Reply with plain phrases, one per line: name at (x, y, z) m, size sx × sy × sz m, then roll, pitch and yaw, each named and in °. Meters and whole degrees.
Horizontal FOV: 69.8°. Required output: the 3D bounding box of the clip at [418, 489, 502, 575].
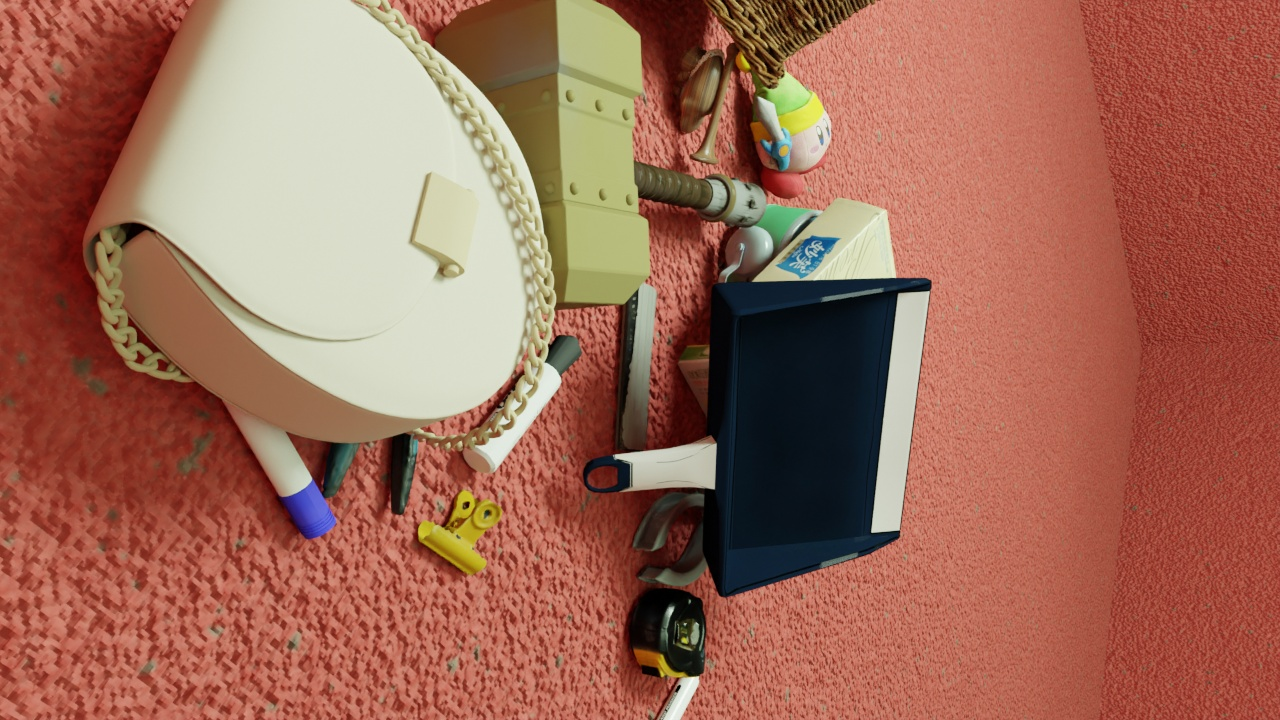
clip at (-0.113, 0.104, 0.580) m, size 0.046 × 0.035 × 0.053 m, roll -55°, pitch 131°, yaw -15°

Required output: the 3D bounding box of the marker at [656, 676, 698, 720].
marker at (0.016, 0.305, 0.741) m, size 0.133 × 0.020 × 0.017 m, roll -50°, pitch 131°, yaw -42°

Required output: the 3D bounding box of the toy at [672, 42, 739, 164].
toy at (0.053, -0.226, 0.794) m, size 0.041 × 0.055 × 0.102 m, roll -11°, pitch 120°, yaw -57°

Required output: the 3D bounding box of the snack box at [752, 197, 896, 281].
snack box at (0.175, -0.020, 0.845) m, size 0.153 × 0.055 × 0.207 m, roll -44°, pitch 134°, yaw -24°

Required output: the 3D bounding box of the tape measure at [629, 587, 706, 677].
tape measure at (0.024, 0.220, 0.740) m, size 0.072 × 0.042 × 0.071 m, roll 16°, pitch 79°, yaw -50°

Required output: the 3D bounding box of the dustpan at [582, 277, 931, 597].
dustpan at (0.091, 0.065, 0.694) m, size 0.080 × 0.273 × 0.236 m, roll -106°, pitch -165°, yaw -68°

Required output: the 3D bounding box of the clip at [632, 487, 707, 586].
clip at (0.047, 0.125, 0.787) m, size 0.162 × 0.028 × 0.108 m, roll -18°, pitch 104°, yaw -53°

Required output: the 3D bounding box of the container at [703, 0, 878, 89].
container at (0.134, -0.395, 0.750) m, size 0.162 × 0.184 × 0.249 m, roll 31°, pitch 46°, yaw -51°

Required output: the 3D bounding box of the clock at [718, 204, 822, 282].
clock at (0.125, -0.080, 0.867) m, size 0.161 × 0.075 × 0.122 m, roll -23°, pitch 118°, yaw -41°

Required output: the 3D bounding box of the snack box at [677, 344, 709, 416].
snack box at (0.124, 0.053, 0.806) m, size 0.168 × 0.132 × 0.027 m, roll 60°, pitch 44°, yaw -33°

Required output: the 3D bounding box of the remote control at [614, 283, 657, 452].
remote control at (-0.004, 0.004, 0.735) m, size 0.033 × 0.013 × 0.136 m, roll 13°, pitch 79°, yaw -52°

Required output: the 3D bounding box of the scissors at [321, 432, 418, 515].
scissors at (-0.147, 0.021, 0.533) m, size 0.148 × 0.019 × 0.122 m, roll -51°, pitch 127°, yaw -44°

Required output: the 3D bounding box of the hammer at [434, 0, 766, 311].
hammer at (0.006, -0.132, 0.684) m, size 0.324 × 0.101 × 0.190 m, roll -3°, pitch 90°, yaw -55°

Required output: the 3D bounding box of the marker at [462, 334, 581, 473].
marker at (-0.076, 0.025, 0.625) m, size 0.125 × 0.025 × 0.025 m, roll -55°, pitch 130°, yaw -40°

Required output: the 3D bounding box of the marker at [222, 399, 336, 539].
marker at (-0.196, 0.029, 0.465) m, size 0.020 × 0.020 × 0.141 m, roll -45°, pitch 123°, yaw -45°

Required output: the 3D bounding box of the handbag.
handbag at (-0.149, -0.068, 0.465) m, size 0.208 × 0.104 × 0.210 m, roll 32°, pitch 52°, yaw -40°

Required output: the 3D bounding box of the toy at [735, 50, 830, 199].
toy at (0.133, -0.232, 0.896) m, size 0.123 × 0.097 × 0.132 m, roll -46°, pitch 142°, yaw -38°
